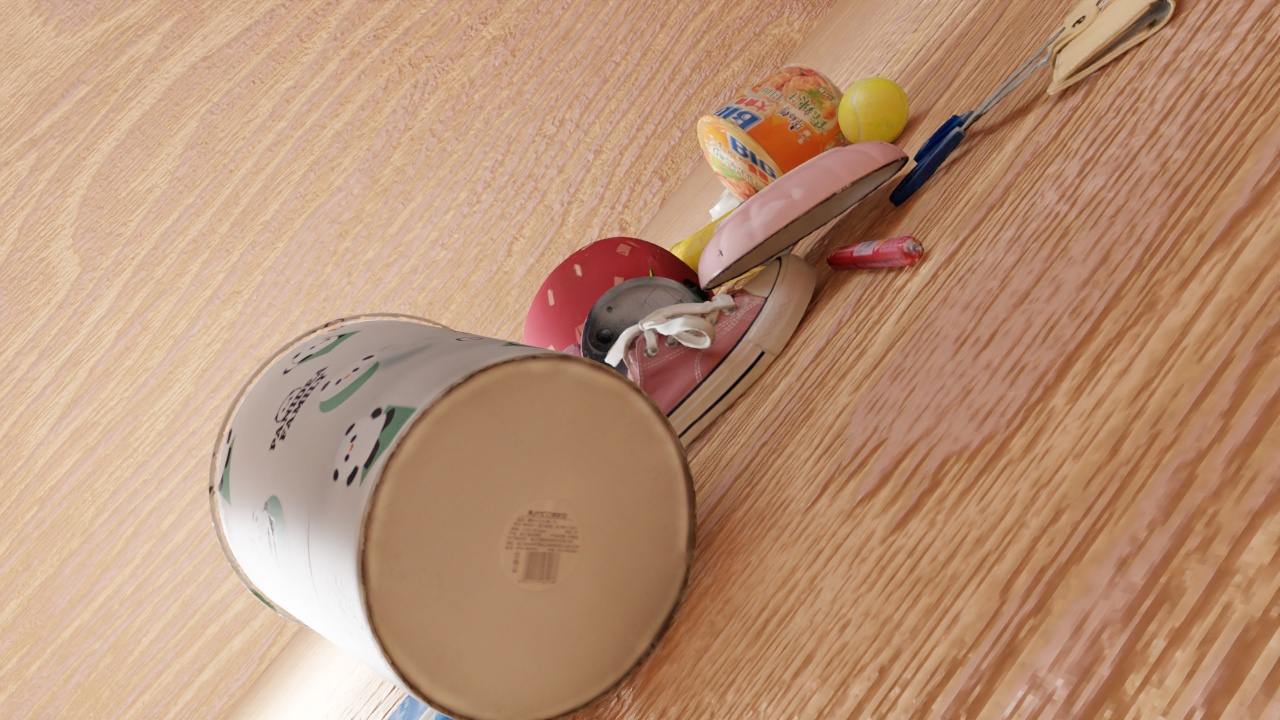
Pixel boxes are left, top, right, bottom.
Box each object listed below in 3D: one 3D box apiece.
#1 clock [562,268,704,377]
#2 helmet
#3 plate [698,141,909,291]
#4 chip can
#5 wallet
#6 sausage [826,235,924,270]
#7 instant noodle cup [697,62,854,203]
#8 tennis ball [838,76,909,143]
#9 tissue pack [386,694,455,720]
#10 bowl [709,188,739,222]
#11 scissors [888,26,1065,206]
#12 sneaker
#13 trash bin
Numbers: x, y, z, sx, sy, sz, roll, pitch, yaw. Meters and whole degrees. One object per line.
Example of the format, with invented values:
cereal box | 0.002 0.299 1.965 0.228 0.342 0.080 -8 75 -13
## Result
clock | -0.005 0.005 0.792 0.158 0.117 0.060 -49 -5 -9
helmet | -0.036 -0.034 0.924 0.207 0.144 0.239 -39 19 15
plate | 0.123 -0.122 0.743 0.192 0.039 0.192 -32 -3 -2
chip can | 0.088 -0.117 0.986 0.072 0.072 0.214 -51 9 -15
wallet | 0.294 -0.217 0.577 0.088 0.024 0.114 -42 13 47
sausage | 0.159 -0.073 0.632 0.020 0.020 0.156 -49 9 -2
instant noodle cup | 0.149 -0.225 0.951 0.111 0.151 0.151 -42 8 -7
tennis ball | 0.219 -0.233 0.865 0.065 0.065 0.065 -47 9 10
tissue pack | -0.123 0.238 0.571 0.095 0.052 0.157 -46 9 2
bowl | 0.124 -0.176 1.083 0.116 0.066 0.116 -47 9 9
scissors | 0.238 -0.175 0.654 0.170 0.012 0.143 -50 3 30
sneaker | 0.034 -0.004 0.708 0.241 0.088 0.118 -46 9 -2
trash bin | -0.113 0.082 0.545 0.229 0.229 0.252 -52 26 -21
